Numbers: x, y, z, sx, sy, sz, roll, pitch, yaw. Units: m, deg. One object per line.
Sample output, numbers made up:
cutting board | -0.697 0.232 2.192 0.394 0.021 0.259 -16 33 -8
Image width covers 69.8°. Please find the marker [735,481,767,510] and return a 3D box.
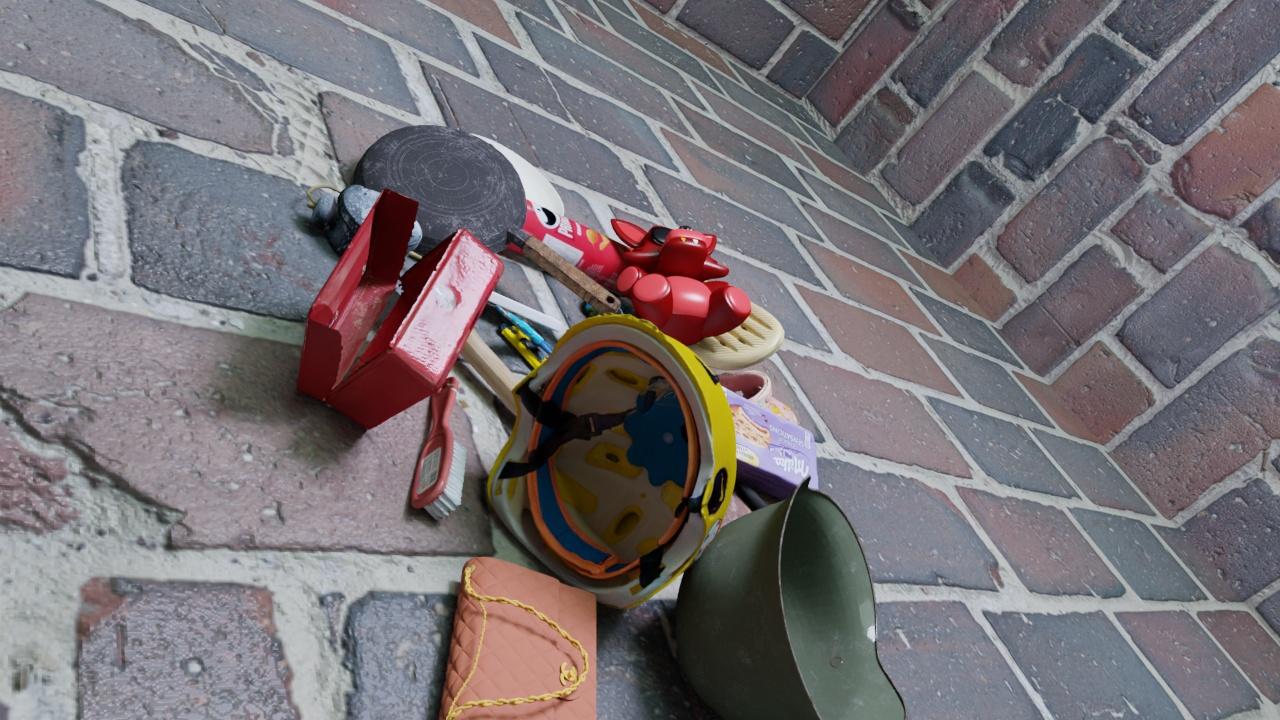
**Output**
marker | 0.163 0.194 1.084 0.138 0.016 0.022 45 3 7

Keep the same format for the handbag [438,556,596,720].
handbag | -0.085 0.224 0.655 0.109 0.060 0.171 26 29 -19

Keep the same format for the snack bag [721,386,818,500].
snack bag | 0.142 0.110 1.121 0.205 0.059 0.096 28 47 -32

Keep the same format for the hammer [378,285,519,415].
hammer | -0.120 0.039 0.911 0.323 0.051 0.117 47 26 7

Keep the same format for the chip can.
chip can | -0.097 -0.150 1.204 0.232 0.073 0.073 20 33 -36

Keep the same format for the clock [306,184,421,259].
clock | -0.289 -0.144 0.957 0.129 0.052 0.090 41 26 -2

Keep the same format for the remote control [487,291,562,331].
remote control | -0.151 -0.063 1.031 0.136 0.013 0.043 24 -3 -22

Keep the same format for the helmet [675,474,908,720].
helmet | 0.120 0.223 0.805 0.267 0.154 0.227 -28 97 -58

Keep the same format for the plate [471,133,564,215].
plate | -0.190 -0.241 1.264 0.182 0.034 0.182 31 27 -19

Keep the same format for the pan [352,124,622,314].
pan | -0.164 -0.160 1.059 0.357 0.040 0.207 34 50 4

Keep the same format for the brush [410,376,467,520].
brush | -0.170 0.073 0.803 0.030 0.041 0.172 47 18 -29

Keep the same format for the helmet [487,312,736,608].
helmet | -0.002 0.078 0.792 0.209 0.240 0.139 30 16 28

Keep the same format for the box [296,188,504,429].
box | -0.202 -0.034 0.774 0.122 0.137 0.157 26 51 -13

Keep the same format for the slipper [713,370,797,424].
slipper | 0.138 0.054 1.194 0.197 0.082 0.093 24 32 -27

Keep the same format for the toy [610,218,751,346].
toy | 0.046 -0.112 1.177 0.158 0.121 0.196 5 47 -15

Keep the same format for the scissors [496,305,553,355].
scissors | -0.117 -0.027 0.988 0.083 0.015 0.140 46 -2 17

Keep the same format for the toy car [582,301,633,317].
toy car | -0.027 -0.053 1.194 0.105 0.032 0.048 38 25 -8

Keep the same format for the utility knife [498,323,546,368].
utility knife | -0.101 0.013 1.012 0.155 0.017 0.030 49 31 9

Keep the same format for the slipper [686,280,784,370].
slipper | 0.093 -0.040 1.243 0.261 0.111 0.079 40 -22 49
